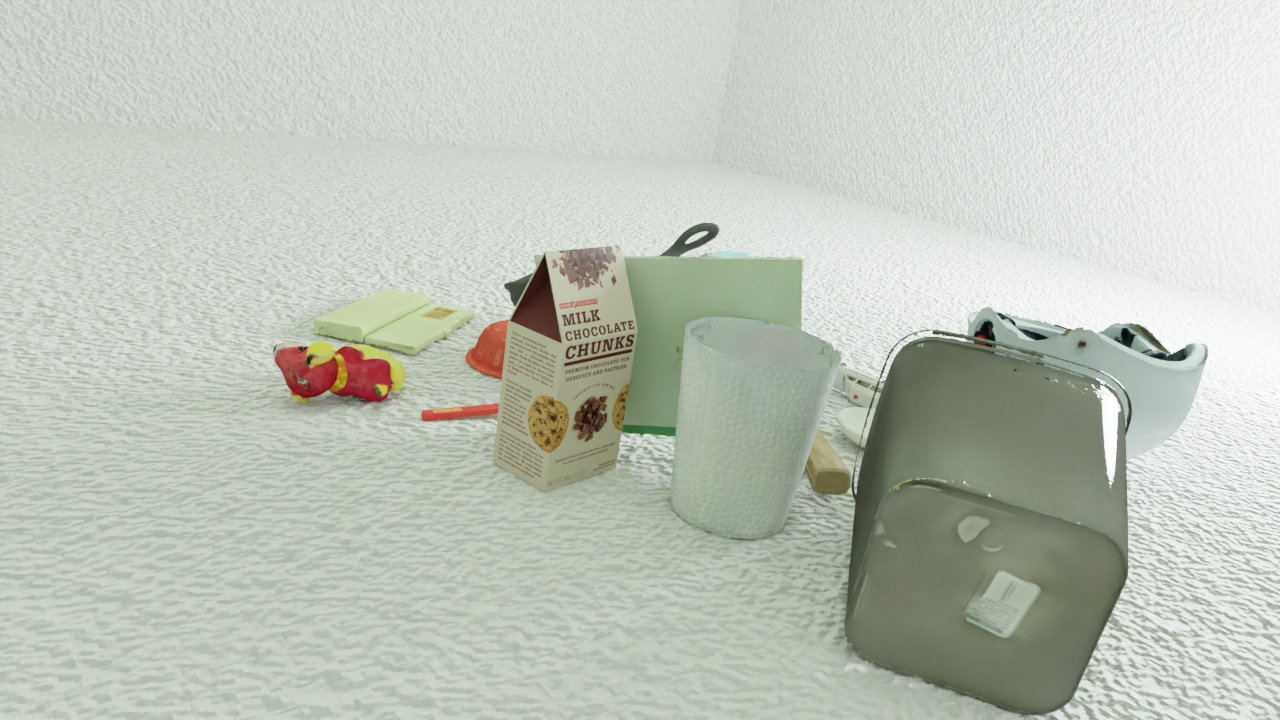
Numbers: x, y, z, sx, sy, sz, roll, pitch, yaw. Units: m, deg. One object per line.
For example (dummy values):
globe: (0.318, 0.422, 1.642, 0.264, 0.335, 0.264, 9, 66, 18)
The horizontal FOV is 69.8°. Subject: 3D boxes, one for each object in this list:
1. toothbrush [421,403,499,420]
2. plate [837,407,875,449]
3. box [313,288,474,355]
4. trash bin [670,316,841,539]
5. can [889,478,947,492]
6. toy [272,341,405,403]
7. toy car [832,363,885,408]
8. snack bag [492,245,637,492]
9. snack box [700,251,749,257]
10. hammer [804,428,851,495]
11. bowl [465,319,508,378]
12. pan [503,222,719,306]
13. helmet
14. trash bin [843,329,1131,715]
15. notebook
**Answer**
toothbrush: (-0.120, 0.043, 0.948, 0.212, 0.018, 0.012, -4, 28, -26)
plate: (0.267, 0.083, 1.018, 0.104, 0.026, 0.104, 9, 19, -3)
box: (-0.304, -0.052, 1.161, 0.137, 0.024, 0.186, 15, 19, 10)
trash bin: (0.090, 0.058, 0.795, 0.133, 0.161, 0.133, 8, 19, -3)
can: (0.264, 0.125, 0.872, 0.079, 0.038, 0.038, 9, 19, 0)
toy: (-0.294, 0.014, 0.922, 0.106, 0.067, 0.137, 22, 10, 28)
toy car: (0.276, 0.037, 1.148, 0.039, 0.039, 0.113, -31, 38, -31)
snack bag: (-0.064, 0.001, 0.820, 0.070, 0.207, 0.094, 23, 23, 36)
snack box: (0.132, -0.060, 1.198, 0.074, 0.053, 0.174, -5, 61, -35)
hammer: (0.168, 0.062, 0.981, 0.117, 0.051, 0.322, 3, 17, -3)
bowl: (-0.141, -0.018, 1.094, 0.130, 0.045, 0.130, 8, 19, -3)
pan: (-0.016, -0.084, 0.946, 0.216, 0.024, 0.355, 11, -17, -24)
helmet: (0.496, 0.030, 1.073, 0.236, 0.164, 0.264, 4, 12, -26)
trash bin: (0.252, 0.115, 0.680, 0.197, 0.198, 0.219, 16, 26, 15)
notebook: (0.026, -0.010, 0.869, 0.253, 0.182, 0.010, 2, 20, 14)
